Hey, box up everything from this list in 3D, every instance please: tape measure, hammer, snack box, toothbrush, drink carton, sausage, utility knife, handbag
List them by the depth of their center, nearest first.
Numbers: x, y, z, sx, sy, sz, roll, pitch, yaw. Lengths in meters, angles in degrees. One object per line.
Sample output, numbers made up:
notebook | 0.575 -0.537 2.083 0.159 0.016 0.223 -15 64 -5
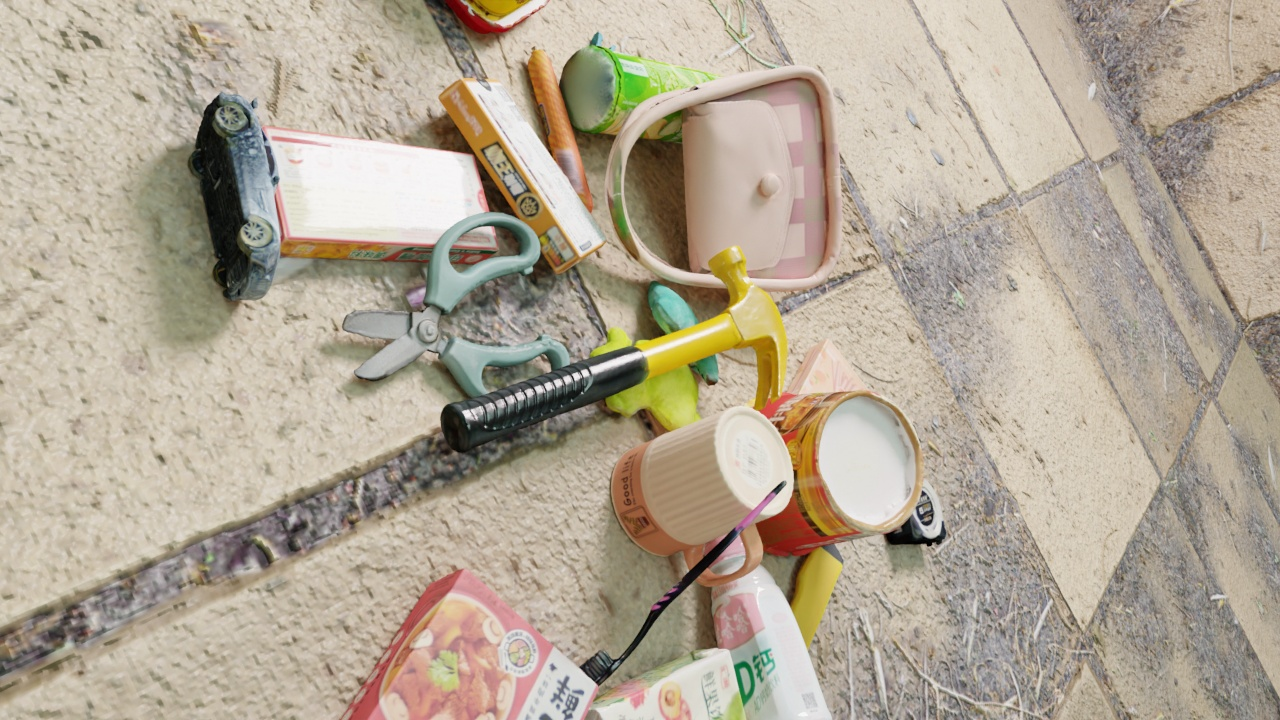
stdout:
snack box | -0.096 0.200 0.498 0.113 0.044 0.126 46 44 -16
toothbrush | 0.025 0.142 0.584 0.018 0.014 0.189 44 87 1
drink carton | 0.010 0.228 0.587 0.122 0.046 0.053 -7 79 -45
snack box | -0.170 -0.105 0.603 0.155 0.027 0.077 -3 72 -45
hammer | -0.004 0.004 0.655 0.299 0.033 0.128 -19 78 -37
snack box | -0.085 -0.141 0.688 0.154 0.026 0.075 56 20 -7
utility knife | 0.116 0.219 0.718 0.033 0.015 0.215 38 47 1
sausage | -0.066 -0.187 0.753 0.021 0.022 0.165 -2 71 -45
handbag | 0.064 -0.148 0.782 0.233 0.093 0.193 -13 105 -35
snack box | 0.167 0.056 0.849 0.084 0.026 0.156 50 43 -12
tape measure | 0.263 0.146 0.889 0.065 0.034 0.066 13 62 -42

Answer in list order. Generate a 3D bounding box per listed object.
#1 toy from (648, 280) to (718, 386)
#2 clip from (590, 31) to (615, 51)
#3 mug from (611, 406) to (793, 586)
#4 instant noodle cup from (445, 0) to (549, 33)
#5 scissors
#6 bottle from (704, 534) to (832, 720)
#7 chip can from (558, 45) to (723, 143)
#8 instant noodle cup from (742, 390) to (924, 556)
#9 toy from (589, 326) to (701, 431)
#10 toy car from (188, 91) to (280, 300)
toy | 0.040 -0.018 0.748 0.092 0.030 0.096 50 11 -24
clip | -0.038 -0.276 0.835 0.047 0.014 0.056 34 47 -30
mug | 0.048 0.100 0.648 0.081 0.106 0.114 -7 73 -46
instant noodle cup | -0.103 -0.343 0.724 0.116 0.124 0.115 49 43 -14
scissors | -0.117 -0.041 0.606 0.176 0.019 0.171 8 79 -41
bottle | 0.090 0.219 0.649 0.068 0.068 0.196 13 51 -40
chip can | 0.025 -0.232 0.829 0.220 0.073 0.072 -7 74 -46
instant noodle cup | 0.148 0.086 0.726 0.137 0.109 0.137 7 76 -29
toy | 0.008 0.015 0.711 0.099 0.031 0.096 -14 77 -47
toy car | -0.226 -0.092 0.521 0.036 0.054 0.120 -1 70 -43
